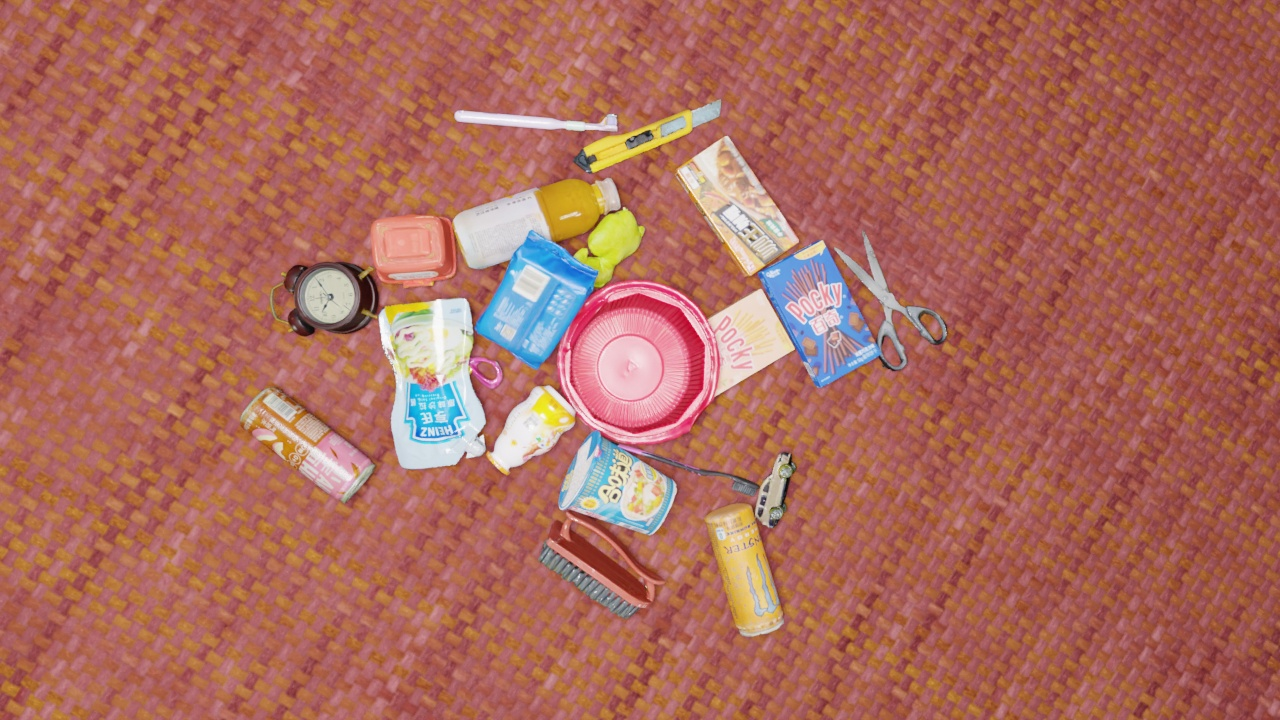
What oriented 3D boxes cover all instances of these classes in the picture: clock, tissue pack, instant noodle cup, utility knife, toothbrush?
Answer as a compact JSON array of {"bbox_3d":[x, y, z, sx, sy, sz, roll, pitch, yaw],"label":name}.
[{"bbox_3d":[-0.354,-0.069,1.028,0.122,0.055,0.082,-5,92,2],"label":"clock"},{"bbox_3d":[-0.118,-0.066,1.035,0.095,0.052,0.157,31,122,-7],"label":"tissue pack"},{"bbox_3d":[-0.023,0.147,1.048,0.110,0.099,0.099,27,87,-13],"label":"instant noodle cup"},{"bbox_3d":[-0.006,0.006,1.038,0.194,0.065,0.194,1,96,7],"label":"instant noodle cup"},{"bbox_3d":[0.011,-0.267,1.084,0.193,0.015,0.033,-24,95,-5],"label":"utility knife"},{"bbox_3d":[0.051,0.128,1.091,0.189,0.014,0.018,17,101,-5],"label":"toothbrush"},{"bbox_3d":[-0.121,-0.280,1.070,0.189,0.029,0.021,2,128,-4],"label":"toothbrush"}]

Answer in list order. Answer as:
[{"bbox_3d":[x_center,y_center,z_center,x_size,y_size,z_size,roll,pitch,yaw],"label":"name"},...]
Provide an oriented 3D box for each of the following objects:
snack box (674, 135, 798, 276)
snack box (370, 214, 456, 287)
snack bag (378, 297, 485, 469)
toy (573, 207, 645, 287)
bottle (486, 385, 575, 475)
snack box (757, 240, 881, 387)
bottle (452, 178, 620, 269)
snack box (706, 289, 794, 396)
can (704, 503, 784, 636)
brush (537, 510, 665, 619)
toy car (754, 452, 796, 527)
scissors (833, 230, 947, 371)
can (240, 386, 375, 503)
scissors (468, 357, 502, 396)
[{"bbox_3d":[0.114,-0.182,1.089,0.075,0.026,0.154,-35,93,-4],"label":"snack box"},{"bbox_3d":[-0.255,-0.125,1.027,0.091,0.080,0.082,-5,91,-6],"label":"snack box"},{"bbox_3d":[-0.236,0.028,1.044,0.110,0.039,0.191,-6,94,0],"label":"snack bag"},{"bbox_3d":[-0.038,-0.128,1.056,0.031,0.096,0.100,37,115,34],"label":"toy"},{"bbox_3d":[-0.126,0.081,1.048,0.063,0.063,0.108,45,86,-4],"label":"bottle"},{"bbox_3d":[0.214,-0.056,1.099,0.084,0.026,0.157,-28,93,-4],"label":"snack box"},{"bbox_3d":[-0.117,-0.162,1.045,0.189,0.068,0.068,-20,92,-8],"label":"bottle"},{"bbox_3d":[0.095,-0.011,1.088,0.157,0.026,0.084,-30,93,-4],"label":"snack box"},{"bbox_3d":[0.122,0.244,1.075,0.058,0.058,0.146,-17,92,-5],"label":"can"},{"bbox_3d":[-0.043,0.236,1.057,0.146,0.063,0.069,37,100,-6],"label":"brush"},{"bbox_3d":[0.161,0.151,1.086,0.035,0.042,0.090,16,95,14],"label":"toy car"},{"bbox_3d":[0.303,-0.070,1.116,0.170,0.014,0.159,12,87,-3],"label":"scissors"},{"bbox_3d":[-0.372,0.094,1.028,0.147,0.058,0.058,39,87,-4],"label":"can"},{"bbox_3d":[-0.229,0.000,1.065,0.137,0.017,0.077,38,96,0],"label":"scissors"}]
